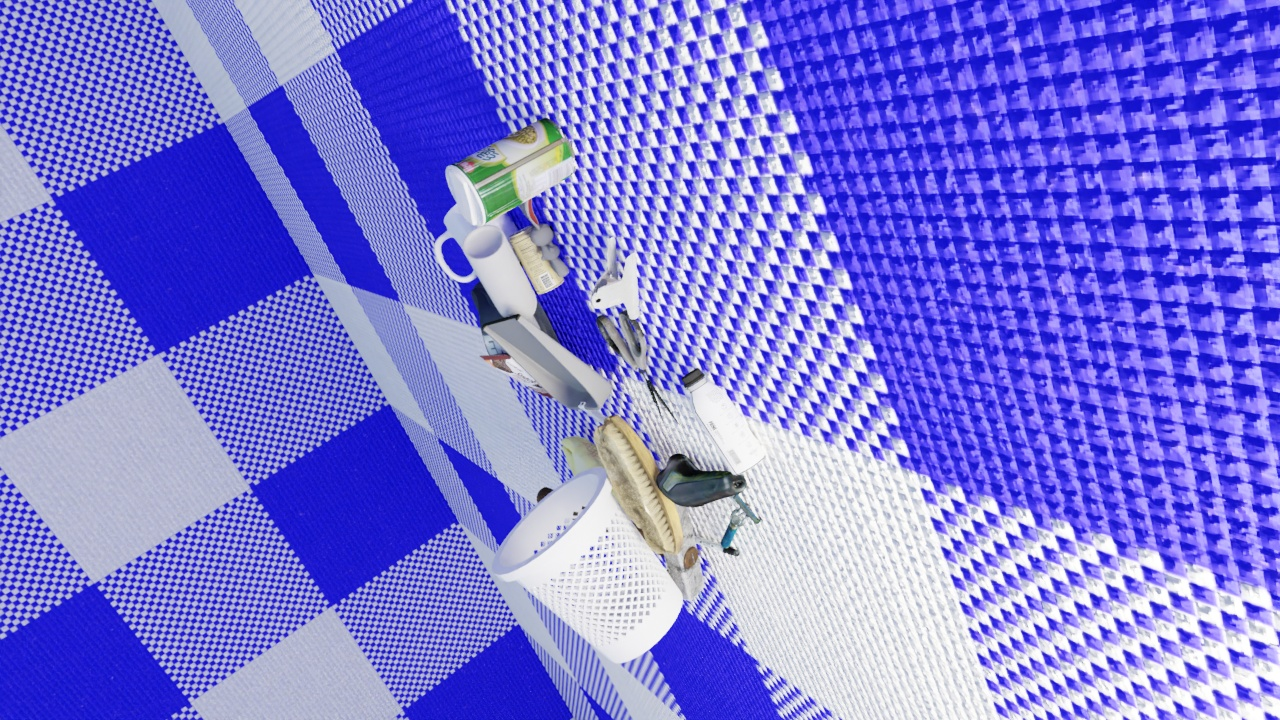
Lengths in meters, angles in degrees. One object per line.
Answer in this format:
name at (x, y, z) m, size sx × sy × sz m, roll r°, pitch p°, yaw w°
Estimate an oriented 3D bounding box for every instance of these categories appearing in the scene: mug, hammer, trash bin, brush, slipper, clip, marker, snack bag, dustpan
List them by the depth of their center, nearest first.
clip at (-0.028, -0.081, 0.989) m, size 0.102 × 0.052 × 0.057 m, roll 86°, pitch -176°, yaw -51°
brush at (-0.001, 0.161, 1.161) m, size 0.059 × 0.043 × 0.195 m, roll -23°, pitch 94°, yaw 52°
mug at (-0.212, -0.151, 1.185) m, size 0.090 × 0.110 × 0.073 m, roll 55°, pitch -173°, yaw 5°
dustpan at (-0.091, 0.033, 1.212) m, size 0.257 × 0.033 × 0.163 m, roll 37°, pitch 164°, yaw -19°
trash bin at (-0.057, 0.282, 1.219) m, size 0.199 × 0.195 × 0.196 m, roll 50°, pitch 160°, yaw -12°
marker at (0.090, 0.246, 1.234) m, size 0.011 × 0.011 × 0.152 m, roll 61°, pitch 158°, yaw -12°
hammer at (-0.049, 0.206, 1.316) m, size 0.301 × 0.036 × 0.218 m, roll 14°, pitch 129°, yaw 39°
snack bag at (-0.162, 0.026, 1.334) m, size 0.057 × 0.013 × 0.158 m, roll -2°, pitch 155°, yaw 36°
slipper at (-0.204, -0.054, 1.342) m, size 0.268 × 0.083 × 0.111 m, roll 24°, pitch 140°, yaw 56°

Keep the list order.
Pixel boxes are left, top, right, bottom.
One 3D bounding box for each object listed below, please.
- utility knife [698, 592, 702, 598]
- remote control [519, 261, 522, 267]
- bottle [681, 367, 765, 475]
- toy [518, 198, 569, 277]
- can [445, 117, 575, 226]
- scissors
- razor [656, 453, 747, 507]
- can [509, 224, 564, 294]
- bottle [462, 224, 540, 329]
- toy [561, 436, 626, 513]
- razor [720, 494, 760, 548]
utility knife at (0.059, 0.283, 1.346) m, size 0.022 × 0.015 × 0.179 m, roll 21°, pitch 138°, yaw 56°
remote control at (-0.207, -0.161, 1.286) m, size 0.150 × 0.013 × 0.034 m, roll 28°, pitch 141°, yaw 51°
bottle at (0.082, 0.061, 0.952) m, size 0.116 × 0.041 × 0.041 m, roll 57°, pitch 159°, yaw -1°
toy at (-0.117, -0.149, 1.093) m, size 0.112 × 0.030 × 0.049 m, roll 62°, pitch 173°, yaw -28°
can at (-0.133, -0.193, 0.940) m, size 0.067 × 0.120 × 0.067 m, roll 45°, pitch 156°, yaw 26°
scissors at (-0.004, 0.002, 1.086) m, size 0.157 × 0.012 × 0.166 m, roll 46°, pitch 156°, yaw 29°
razor at (0.072, 0.140, 1.083) m, size 0.152 × 0.053 × 0.067 m, roll -19°, pitch 85°, yaw 62°
can at (-0.129, -0.125, 1.139) m, size 0.038 × 0.038 × 0.079 m, roll 7°, pitch 127°, yaw 63°
bottle at (-0.164, -0.089, 1.151) m, size 0.052 × 0.052 × 0.195 m, roll 43°, pitch 166°, yaw 30°
toy at (-0.066, 0.193, 1.418) m, size 0.155 × 0.064 × 0.171 m, roll 40°, pitch 155°, yaw 39°
razor at (0.113, 0.204, 1.116) m, size 0.042 × 0.022 × 0.144 m, roll 50°, pitch 158°, yaw 19°
